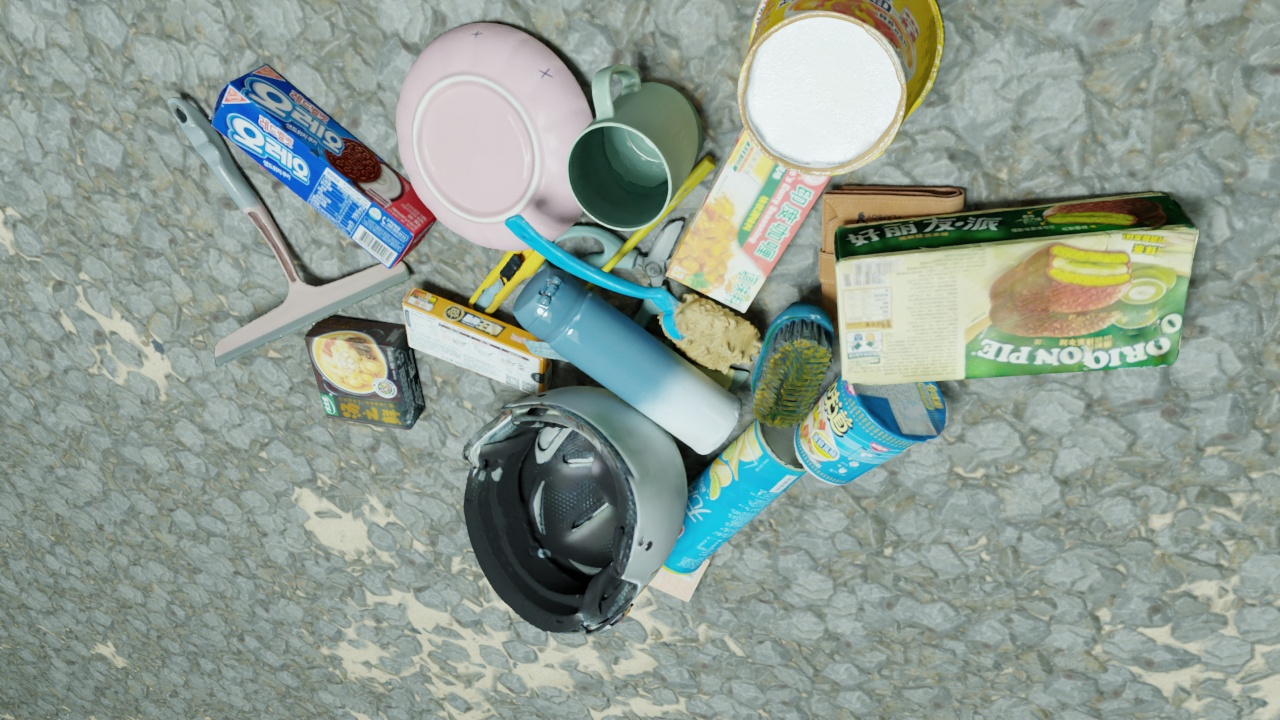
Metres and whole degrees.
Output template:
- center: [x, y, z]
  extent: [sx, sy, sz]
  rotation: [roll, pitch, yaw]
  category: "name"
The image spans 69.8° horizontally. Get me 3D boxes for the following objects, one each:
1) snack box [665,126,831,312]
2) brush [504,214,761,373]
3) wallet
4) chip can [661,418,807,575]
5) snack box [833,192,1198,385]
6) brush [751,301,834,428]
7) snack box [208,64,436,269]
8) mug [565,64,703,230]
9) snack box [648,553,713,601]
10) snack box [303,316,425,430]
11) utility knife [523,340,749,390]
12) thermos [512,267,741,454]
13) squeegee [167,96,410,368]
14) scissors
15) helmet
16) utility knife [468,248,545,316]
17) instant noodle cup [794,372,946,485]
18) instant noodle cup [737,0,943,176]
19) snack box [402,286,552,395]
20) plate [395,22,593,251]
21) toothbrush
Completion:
- center: [0.087, -0.116, 0.746]
  extent: [0.077, 0.027, 0.156]
  rotation: [25, 128, -6]
  category: "snack box"
- center: [-0.002, -0.055, 0.770]
  extent: [0.254, 0.045, 0.083]
  rotation: [27, 166, -27]
  category: "brush"
- center: [0.198, -0.077, 0.738]
  extent: [0.108, 0.031, 0.132]
  rotation: [5, 125, 16]
  category: "wallet"
- center: [0.086, 0.133, 0.910]
  extent: [0.071, 0.071, 0.211]
  rotation: [35, 129, -5]
  category: "chip can"
- center: [0.268, -0.050, 0.683]
  extent: [0.240, 0.063, 0.114]
  rotation: [-5, 123, 13]
  category: "snack box"
- center: [0.129, -0.003, 0.787]
  extent: [0.055, 0.073, 0.144]
  rotation: [9, 147, 1]
  category: "brush"
- center: [-0.287, -0.176, 0.841]
  extent: [0.207, 0.058, 0.057]
  rotation: [40, 129, -9]
  category: "snack box"
- center: [-0.005, -0.172, 0.699]
  extent: [0.082, 0.106, 0.112]
  rotation: [-6, 122, 26]
  category: "mug"
- center: [-0.003, 0.209, 1.029]
  extent: [0.157, 0.026, 0.085]
  rotation: [24, 130, 4]
  category: "snack box"
- center: [-0.305, 0.011, 0.995]
  extent: [0.126, 0.053, 0.113]
  rotation: [6, 126, 11]
  category: "snack box"
- center: [-0.005, 0.005, 0.862]
  extent: [0.212, 0.022, 0.031]
  rotation: [6, 130, -4]
  category: "utility knife"
- center: [-0.012, -0.001, 0.817]
  extent: [0.220, 0.070, 0.070]
  rotation: [36, 130, -15]
  category: "thermos"
- center: [-0.388, -0.147, 0.916]
  extent: [0.248, 0.040, 0.250]
  rotation: [-21, 110, 15]
  category: "squeegee"
- center: [-0.009, -0.058, 0.843]
  extent: [0.170, 0.019, 0.181]
  rotation: [-2, 123, 21]
  category: "scissors"
- center: [-0.051, 0.133, 0.904]
  extent: [0.230, 0.156, 0.275]
  rotation: [50, 139, 18]
  category: "helmet"
- center: [-0.129, -0.074, 0.868]
  extent: [0.033, 0.015, 0.171]
  rotation: [50, 136, 1]
  category: "utility knife"
- center: [0.191, 0.054, 0.801]
  extent: [0.099, 0.099, 0.110]
  rotation: [33, 138, -4]
  category: "instant noodle cup"
- center: [0.130, -0.197, 0.625]
  extent: [0.138, 0.109, 0.138]
  rotation: [12, 128, 15]
  category: "instant noodle cup"
- center: [-0.162, -0.017, 0.916]
  extent: [0.154, 0.026, 0.075]
  rotation: [21, 146, 7]
  category: "snack box"
- center: [-0.129, -0.179, 0.766]
  extent: [0.193, 0.038, 0.193]
  rotation: [11, 119, 20]
  category: "plate"
- center: [0.001, -0.104, 0.787]
  extent: [0.016, 0.015, 0.191]
  rotation: [39, 123, -11]
  category: "toothbrush"
